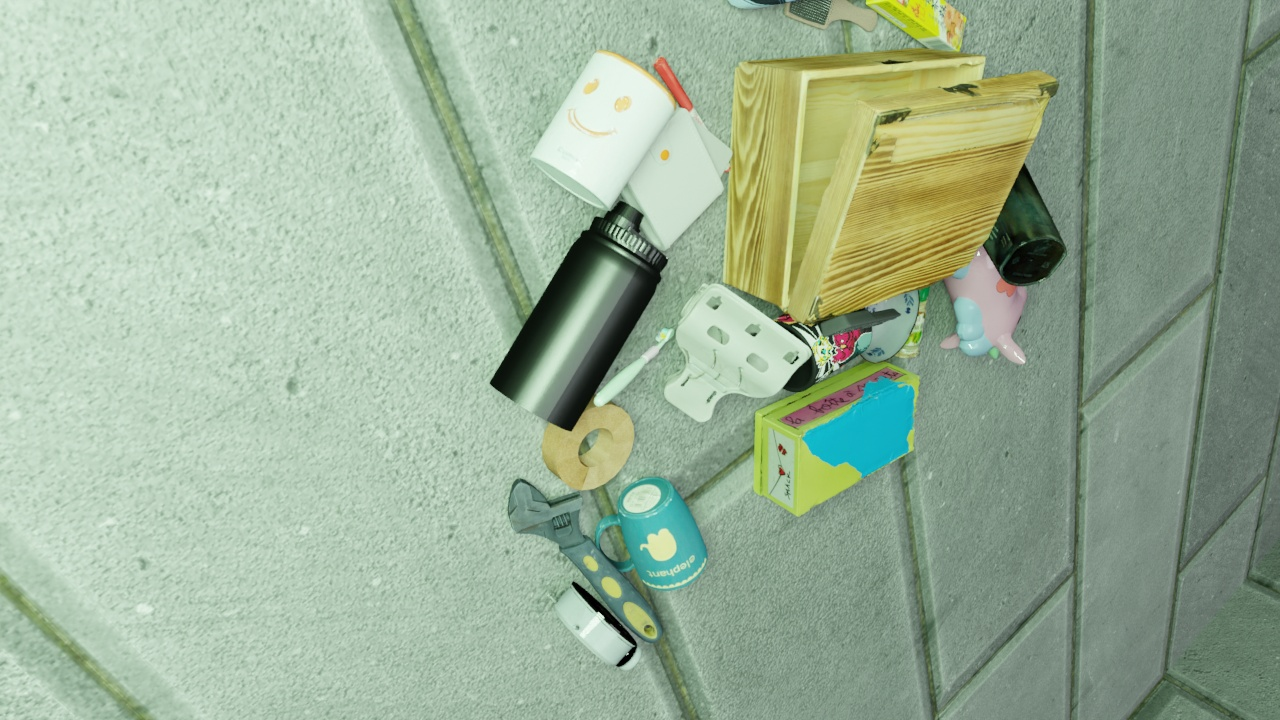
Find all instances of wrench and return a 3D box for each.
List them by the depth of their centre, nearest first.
[{"bbox_3d":[-0.050,0.214,0.958,0.073,0.022,0.273,-37,120,-4],"label":"wrench"}]

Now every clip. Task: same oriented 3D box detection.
[{"bbox_3d":[0.089,-0.009,0.948,0.153,0.126,0.101,-49,-173,43],"label":"clip"}]

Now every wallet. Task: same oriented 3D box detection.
[{"bbox_3d":[0.034,-0.182,0.858,0.115,0.037,0.118,-47,136,-12],"label":"wallet"}]

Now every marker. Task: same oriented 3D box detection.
[{"bbox_3d":[0.051,-0.228,0.867,0.012,0.013,0.142,-50,133,-9],"label":"marker"}]

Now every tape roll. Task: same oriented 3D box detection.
[{"bbox_3d":[-0.052,0.082,0.921,0.093,0.027,0.094,-17,121,-32],"label":"tape roll"}]

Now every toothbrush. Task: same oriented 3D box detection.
[{"bbox_3d":[-0.005,0.005,0.882,0.015,0.022,0.154,57,37,-10],"label":"toothbrush"}]

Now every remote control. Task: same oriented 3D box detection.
[{"bbox_3d":[0.225,-0.041,0.932,0.136,0.032,0.015,-12,80,-53],"label":"remote control"}]

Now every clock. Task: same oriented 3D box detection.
[{"bbox_3d":[-0.044,0.287,0.981,0.035,0.094,0.122,-46,126,-8],"label":"clock"}]

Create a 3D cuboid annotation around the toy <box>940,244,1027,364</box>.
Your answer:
[{"bbox_3d":[0.436,-0.097,1.184,0.222,0.120,0.171,25,84,-44],"label":"toy"}]

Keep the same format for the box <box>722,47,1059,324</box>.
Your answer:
[{"bbox_3d":[0.247,-0.174,0.937,0.278,0.192,0.252,-18,123,-34],"label":"box"}]

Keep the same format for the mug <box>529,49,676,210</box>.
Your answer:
[{"bbox_3d":[-0.031,-0.191,0.769,0.082,0.082,0.105,33,89,-43],"label":"mug"}]

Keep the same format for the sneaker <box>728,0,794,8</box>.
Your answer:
[{"bbox_3d":[0.191,-0.380,0.838,0.240,0.098,0.083,-29,108,-25],"label":"sneaker"}]

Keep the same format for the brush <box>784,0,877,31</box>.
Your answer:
[{"bbox_3d":[0.199,-0.356,0.923,0.135,0.015,0.050,1,109,-39],"label":"brush"}]

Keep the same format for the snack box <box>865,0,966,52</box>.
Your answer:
[{"bbox_3d":[0.296,-0.373,0.979,0.147,0.029,0.040,10,91,-42],"label":"snack box"}]

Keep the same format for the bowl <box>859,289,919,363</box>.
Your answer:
[{"bbox_3d":[0.284,-0.057,1.115,0.114,0.045,0.114,-17,120,-32],"label":"bowl"}]

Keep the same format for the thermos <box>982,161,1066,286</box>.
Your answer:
[{"bbox_3d":[0.412,-0.187,1.054,0.098,0.220,0.098,-3,139,-3],"label":"thermos"}]

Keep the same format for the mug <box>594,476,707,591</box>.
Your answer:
[{"bbox_3d":[0.006,0.188,0.993,0.112,0.084,0.104,-19,122,3],"label":"mug"}]

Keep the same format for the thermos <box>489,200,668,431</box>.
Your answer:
[{"bbox_3d":[-0.047,-0.043,0.824,0.086,0.086,0.198,31,89,-43],"label":"thermos"}]

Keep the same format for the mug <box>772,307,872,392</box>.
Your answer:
[{"bbox_3d":[0.180,-0.018,1.011,0.098,0.118,0.082,-29,90,-33],"label":"mug"}]

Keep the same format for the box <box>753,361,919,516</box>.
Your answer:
[{"bbox_3d":[0.245,0.090,1.137,0.220,0.079,0.124,-24,124,-31],"label":"box"}]

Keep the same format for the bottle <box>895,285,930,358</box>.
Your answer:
[{"bbox_3d":[0.340,-0.059,1.164,0.043,0.043,0.111,-16,121,-33],"label":"bottle"}]
